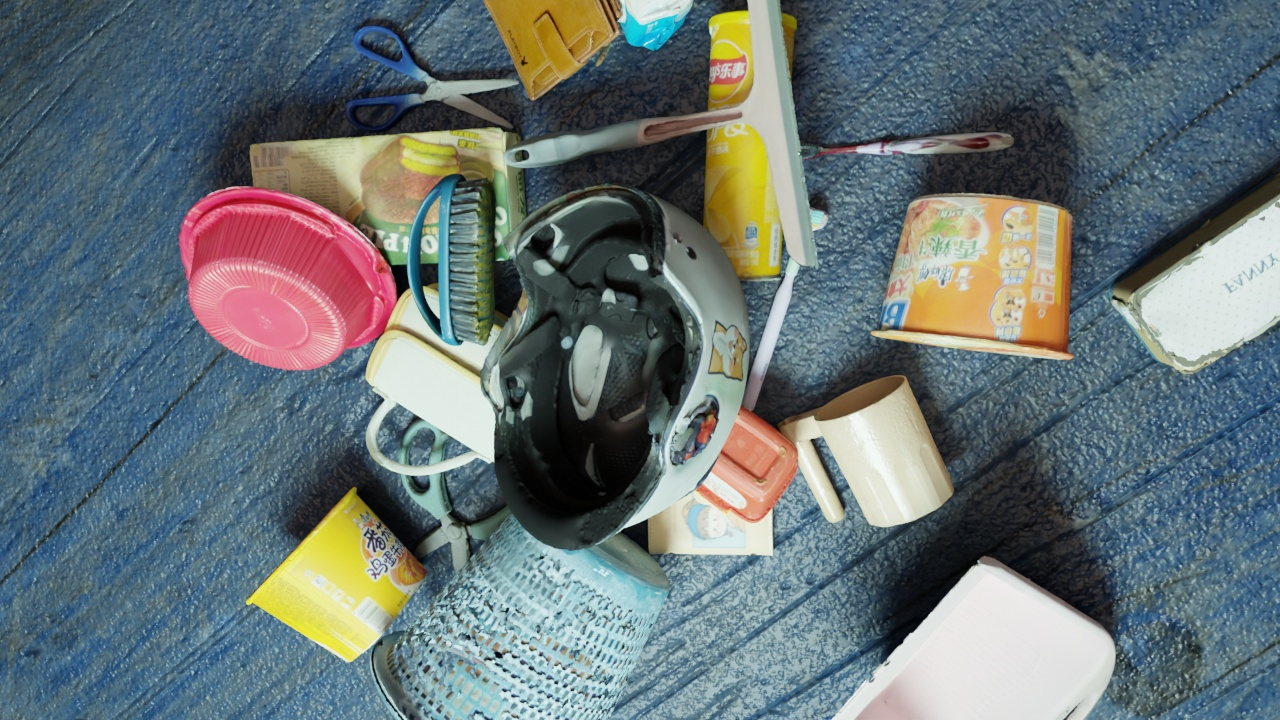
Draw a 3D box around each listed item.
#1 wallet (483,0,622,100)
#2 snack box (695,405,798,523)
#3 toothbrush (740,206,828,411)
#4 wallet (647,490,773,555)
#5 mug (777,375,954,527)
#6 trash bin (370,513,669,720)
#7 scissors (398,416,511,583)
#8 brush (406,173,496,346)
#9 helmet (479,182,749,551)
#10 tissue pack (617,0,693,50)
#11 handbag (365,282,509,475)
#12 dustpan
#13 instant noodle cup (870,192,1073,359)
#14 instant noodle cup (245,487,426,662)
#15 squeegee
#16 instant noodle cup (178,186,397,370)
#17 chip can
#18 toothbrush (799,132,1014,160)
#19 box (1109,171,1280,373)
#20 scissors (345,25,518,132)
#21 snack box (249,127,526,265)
[{"bbox_3d":[-0.071,-0.284,0.760,0.131,0.035,0.119,-17,96,52],"label":"wallet"},{"bbox_3d":[0.086,0.086,0.787,0.091,0.080,0.082,36,75,11],"label":"snack box"},{"bbox_3d":[0.124,-0.041,0.805,0.021,0.029,0.189,31,109,45],"label":"toothbrush"},{"bbox_3d":[0.064,0.136,0.842,0.115,0.024,0.087,0,100,7],"label":"wallet"},{"bbox_3d":[0.192,0.083,0.789,0.125,0.084,0.103,-23,96,37],"label":"mug"},{"bbox_3d":[-0.085,0.232,0.801,0.226,0.226,0.195,34,90,3],"label":"trash bin"},{"bbox_3d":[-0.153,0.130,0.881,0.180,0.019,0.170,-7,96,10],"label":"scissors"},{"bbox_3d":[-0.158,-0.083,0.764,0.073,0.055,0.144,4,105,8],"label":"brush"},{"bbox_3d":[-0.004,0.004,0.726,0.230,0.156,0.274,9,96,47],"label":"helmet"},{"bbox_3d":[-0.005,-0.329,0.742,0.063,0.090,0.140,-22,96,-2],"label":"tissue pack"},{"bbox_3d":[-0.174,0.036,0.839,0.163,0.063,0.179,31,97,5],"label":"handbag"},{"bbox_3d":[0.279,0.274,0.737,0.139,0.273,0.223,43,107,26],"label":"dustpan"},{"bbox_3d":[0.265,-0.065,0.718,0.151,0.151,0.111,8,92,8],"label":"instant noodle cup"},{"bbox_3d":[-0.276,0.205,0.860,0.110,0.138,0.138,43,103,-9],"label":"instant noodle cup"},{"bbox_3d":[0.005,-0.184,0.735,0.250,0.040,0.248,-5,106,22],"label":"squeegee"},{"bbox_3d":[-0.316,-0.056,0.802,0.194,0.065,0.194,6,139,5],"label":"instant noodle cup"},{"bbox_3d":[0.089,-0.174,0.763,0.072,0.072,0.213,3,100,9],"label":"chip can"},{"bbox_3d":[0.214,-0.179,0.768,0.188,0.017,0.016,-1,99,10],"label":"toothbrush"},{"bbox_3d":[0.475,-0.074,0.721,0.184,0.059,0.090,-35,92,11],"label":"box"},{"bbox_3d":[-0.194,-0.251,0.825,0.166,0.012,0.157,-24,93,15],"label":"scissors"},{"bbox_3d":[-0.224,-0.143,0.825,0.240,0.063,0.114,-2,99,10],"label":"snack box"}]
